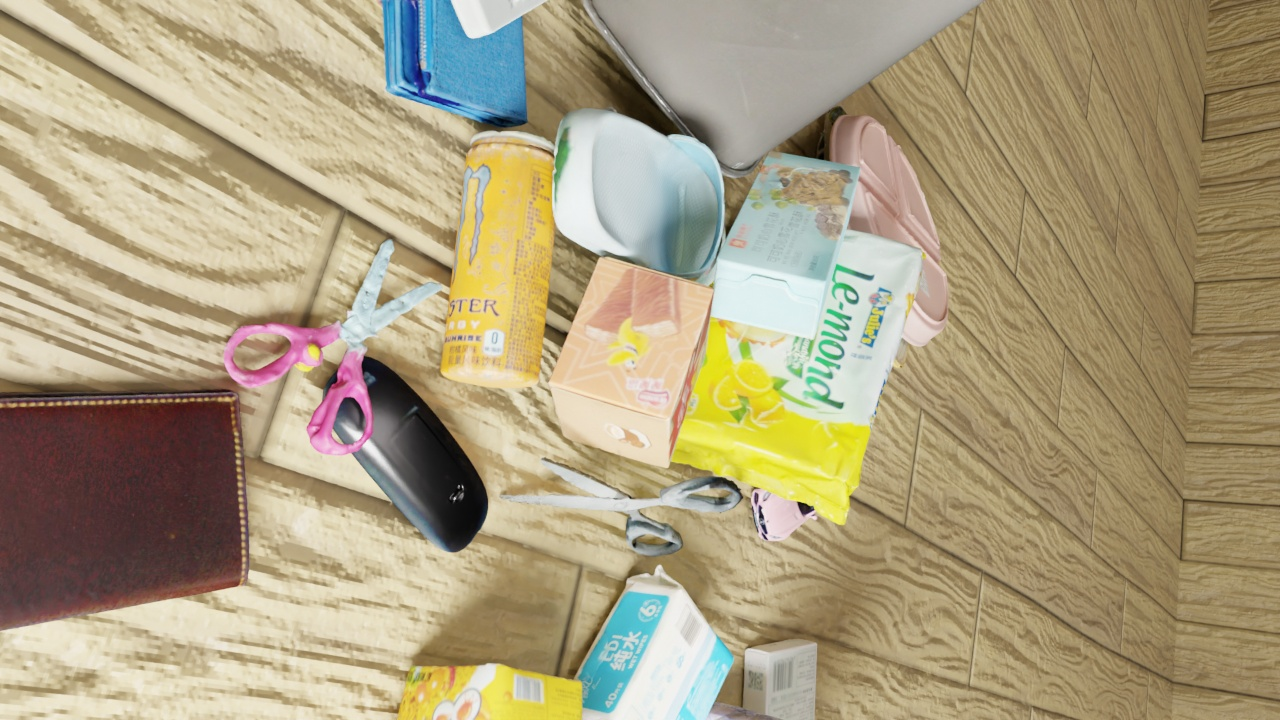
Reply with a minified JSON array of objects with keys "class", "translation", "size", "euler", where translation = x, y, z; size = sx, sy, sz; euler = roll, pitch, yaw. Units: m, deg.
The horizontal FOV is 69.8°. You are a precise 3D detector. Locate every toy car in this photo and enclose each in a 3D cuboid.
[{"class":"toy car","translation":[0.191,-0.204,0.889],"size":[0.042,0.035,0.090],"euler":[35,54,-46]},{"class":"toy car","translation":[0.142,0.118,0.822],"size":[0.122,0.037,0.056],"euler":[-28,108,-45]}]

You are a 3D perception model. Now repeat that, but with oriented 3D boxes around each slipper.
[{"class":"slipper","translation":[0.018,-0.105,0.616],"size":[0.245,0.074,0.104],"euler":[10,86,-67]}]

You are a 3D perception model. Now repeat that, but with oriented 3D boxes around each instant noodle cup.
[{"class":"instant noodle cup","translation":[-0.087,0.235,0.501],"size":[0.116,0.116,0.123],"euler":[32,54,-45]}]

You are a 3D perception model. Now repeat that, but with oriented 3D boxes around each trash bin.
[{"class":"trash bin","translation":[0.114,-0.279,0.628],"size":[0.199,0.220,0.198],"euler":[46,49,-20]}]

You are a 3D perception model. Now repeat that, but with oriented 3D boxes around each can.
[{"class":"can","translation":[-0.082,-0.058,0.547],"size":[0.058,0.058,0.146],"euler":[14,78,-48]}]

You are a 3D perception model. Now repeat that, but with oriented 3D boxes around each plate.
[{"class":"plate","translation":[0.240,-0.126,0.860],"size":[0.229,0.028,0.229],"euler":[32,49,-46]}]

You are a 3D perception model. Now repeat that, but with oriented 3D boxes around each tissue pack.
[{"class":"tissue pack","translation":[0.004,0.223,0.635],"size":[0.090,0.063,0.139],"euler":[57,48,-29]}]

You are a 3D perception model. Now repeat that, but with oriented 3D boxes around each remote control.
[{"class":"remote control","translation":[-0.071,-0.242,0.549],"size":[0.149,0.021,0.058],"euler":[-57,136,-48]},{"class":"remote control","translation":[-0.126,0.056,0.518],"size":[0.053,0.024,0.136],"euler":[-56,128,-35]}]

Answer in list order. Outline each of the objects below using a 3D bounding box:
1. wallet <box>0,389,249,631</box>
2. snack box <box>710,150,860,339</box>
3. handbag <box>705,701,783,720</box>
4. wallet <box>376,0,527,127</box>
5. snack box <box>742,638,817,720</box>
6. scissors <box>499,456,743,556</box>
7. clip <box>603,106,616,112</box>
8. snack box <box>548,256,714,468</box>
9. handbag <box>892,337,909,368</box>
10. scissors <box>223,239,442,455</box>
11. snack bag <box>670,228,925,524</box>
[{"class":"wallet","translation":[-0.233,0.061,0.398],"size":[0.122,0.020,0.096],"euler":[0,84,-48]},{"class":"snack box","translation":[0.109,-0.090,0.671],"size":[0.174,0.074,0.052],"euler":[-63,162,-48]},{"class":"handbag","translation":[0.108,0.330,0.653],"size":[0.075,0.194,0.134],"euler":[33,64,-41]},{"class":"wallet","translation":[-0.108,-0.211,0.538],"size":[0.106,0.040,0.133],"euler":[-2,89,-58]},{"class":"snack box","translation":[0.121,0.326,0.797],"size":[0.084,0.027,0.156],"euler":[10,81,-49]},{"class":"scissors","translation":[-0.007,0.099,0.623],"size":[0.174,0.159,0.014],"euler":[82,-8,-53]},{"class":"clip","translation":[-0.019,-0.150,0.652],"size":[0.029,0.024,0.056],"euler":[18,70,-49]},{"class":"snack box","translation":[-0.004,0.003,0.593],"size":[0.093,0.077,0.094],"euler":[88,20,-66]},{"class":"handbag","translation":[0.195,-0.090,0.852],"size":[0.179,0.063,0.163],"euler":[65,31,-17]},{"class":"scissors","translation":[-0.148,-0.007,0.488],"size":[0.135,0.017,0.105],"euler":[-37,97,-43]},{"class":"snack bag","translation":[0.116,-0.005,0.712],"size":[0.068,0.158,0.245],"euler":[73,37,-55]}]
